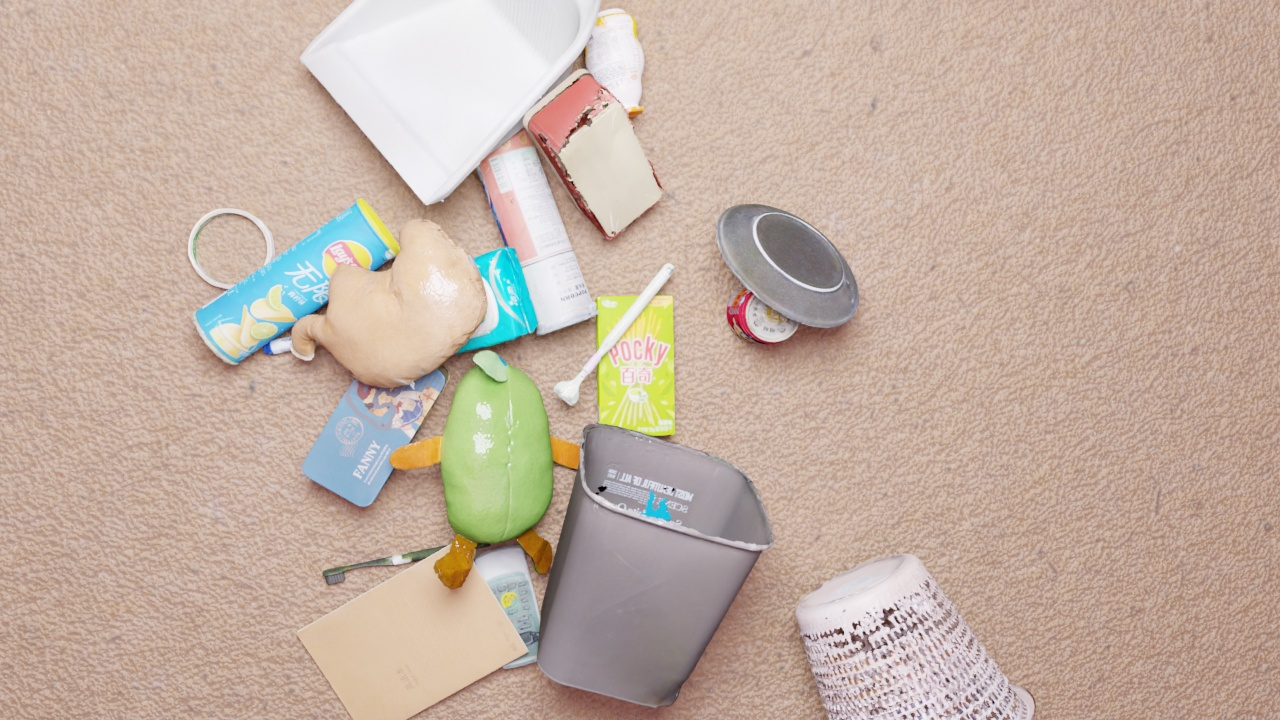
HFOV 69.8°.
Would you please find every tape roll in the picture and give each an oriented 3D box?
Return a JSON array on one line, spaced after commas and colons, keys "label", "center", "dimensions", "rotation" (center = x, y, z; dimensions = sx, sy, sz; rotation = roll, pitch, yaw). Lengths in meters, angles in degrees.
[{"label": "tape roll", "center": [-0.435, -0.118, 0.977], "dimensions": [0.086, 0.014, 0.086], "rotation": [0, 94, -6]}]

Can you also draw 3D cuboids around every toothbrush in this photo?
[{"label": "toothbrush", "center": [-0.259, 0.222, 1.020], "dimensions": [0.186, 0.012, 0.017], "rotation": [-11, 101, -5]}, {"label": "toothbrush", "center": [-0.025, -0.032, 0.996], "dimensions": [0.029, 0.020, 0.189], "rotation": [40, 86, -10]}]

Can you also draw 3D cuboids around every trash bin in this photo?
[{"label": "trash bin", "center": [0.000, 0.212, 0.951], "dimensions": [0.199, 0.198, 0.220], "rotation": [18, 108, -9]}, {"label": "trash bin", "center": [0.276, 0.327, 0.997], "dimensions": [0.227, 0.227, 0.192], "rotation": [-26, 84, -4]}]

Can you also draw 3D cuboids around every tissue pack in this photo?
[{"label": "tissue pack", "center": [-0.173, -0.060, 0.965], "dimensions": [0.134, 0.050, 0.093], "rotation": [-14, 97, 28]}]

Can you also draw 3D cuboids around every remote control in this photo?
[{"label": "remote control", "center": [-0.144, 0.276, 1.032], "dimensions": [0.056, 0.019, 0.135], "rotation": [-13, 95, -5]}]

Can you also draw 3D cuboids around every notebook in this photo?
[{"label": "notebook", "center": [-0.251, 0.311, 1.018], "dimensions": [0.211, 0.012, 0.149], "rotation": [-30, 97, 3]}]

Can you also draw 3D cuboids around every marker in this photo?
[{"label": "marker", "center": [-0.333, -0.027, 0.993], "dimensions": [0.145, 0.017, 0.017], "rotation": [-12, 95, -5]}]

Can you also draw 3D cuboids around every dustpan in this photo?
[{"label": "dustpan", "center": [-0.170, -0.327, 0.895], "dimensions": [0.257, 0.143, 0.222], "rotation": [-37, 78, -22]}]

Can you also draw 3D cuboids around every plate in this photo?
[{"label": "plate", "center": [0.164, -0.110, 0.977], "dimensions": [0.179, 0.179, 0.024], "rotation": [30, 131, -7]}]

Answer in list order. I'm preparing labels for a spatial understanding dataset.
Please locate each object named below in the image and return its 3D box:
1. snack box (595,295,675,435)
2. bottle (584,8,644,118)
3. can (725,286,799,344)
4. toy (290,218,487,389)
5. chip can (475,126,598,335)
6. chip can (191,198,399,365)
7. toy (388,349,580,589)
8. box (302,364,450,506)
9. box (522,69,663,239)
[{"label": "snack box", "center": [-0.006, 0.006, 1.021], "dimensions": [0.085, 0.026, 0.156], "rotation": [-1, 90, -7]}, {"label": "bottle", "center": [-0.026, -0.316, 0.983], "dimensions": [0.063, 0.063, 0.108], "rotation": [-14, 95, -5]}, {"label": "can", "center": [0.134, -0.051, 1.002], "dimensions": [0.066, 0.094, 0.066], "rotation": [0, 94, -6]}, {"label": "toy", "center": [-0.256, -0.038, 0.913], "dimensions": [0.226, 0.082, 0.143], "rotation": [-29, 80, 13]}, {"label": "chip can", "center": [-0.115, -0.138, 0.982], "dimensions": [0.071, 0.071, 0.215], "rotation": [-20, 96, -5]}, {"label": "chip can", "center": [-0.357, -0.082, 0.960], "dimensions": [0.210, 0.071, 0.071], "rotation": [-35, 97, -3]}, {"label": "toy", "center": [-0.154, 0.114, 0.984], "dimensions": [0.226, 0.090, 0.246], "rotation": [3, 86, -32]}, {"label": "box", "center": [-0.284, 0.069, 0.984], "dimensions": [0.090, 0.061, 0.184], "rotation": [29, 89, -7]}, {"label": "box", "center": [-0.038, -0.201, 0.931], "dimensions": [0.091, 0.168, 0.080], "rotation": [-40, 60, -2]}]
